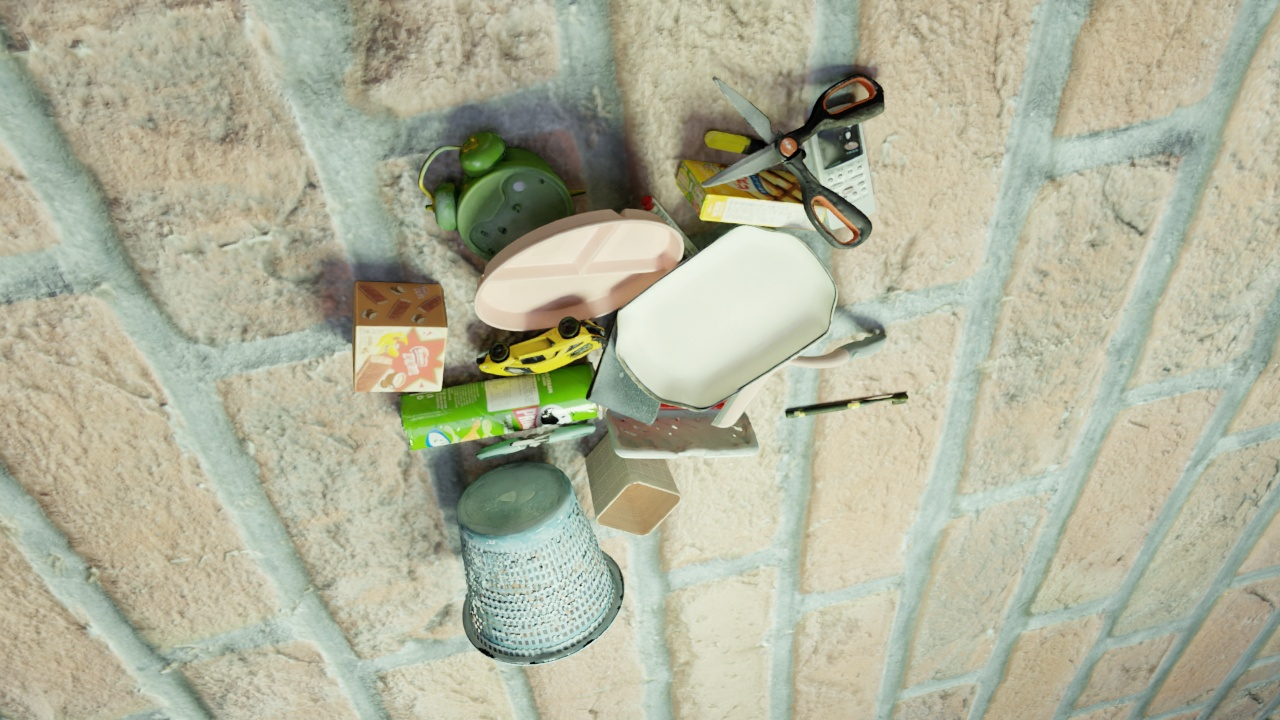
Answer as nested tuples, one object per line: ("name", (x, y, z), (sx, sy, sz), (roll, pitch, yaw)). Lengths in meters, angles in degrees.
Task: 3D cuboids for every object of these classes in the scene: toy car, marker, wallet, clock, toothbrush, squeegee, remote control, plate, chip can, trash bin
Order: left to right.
("clock", (-0.143, -0.163, 0.920), (0.161, 0.056, 0.116), (22, 121, -33))
("chip can", (-0.167, 0.054, 1.103), (0.236, 0.072, 0.072), (-10, 134, -8))
("trash bin", (-0.146, 0.249, 1.211), (0.226, 0.226, 0.195), (-13, 121, -6))
("toy car", (-0.113, -0.010, 1.059), (0.156, 0.041, 0.071), (-17, 166, 8))
("plate", (-0.066, -0.094, 0.967), (0.229, 0.028, 0.230), (-18, 162, -6))
("wallet", (-0.006, 0.006, 1.097), (0.097, 0.019, 0.120), (24, 79, -32))
("marker", (0.046, -0.135, 1.032), (0.017, 0.017, 0.145), (-34, 132, 14))
("plate", (0.092, -0.048, 1.028), (0.266, 0.034, 0.162), (-35, 104, 29))
("marker", (0.124, -0.227, 0.975), (0.124, 0.015, 0.018), (4, 131, -25))
("squeegee", (0.239, -0.010, 1.138), (0.249, 0.040, 0.248), (-8, 138, -41))
("remote control", (0.223, -0.212, 1.015), (0.058, 0.021, 0.150), (-23, 135, 4))
("toothbrush", (0.293, 0.066, 1.300), (0.185, 0.012, 0.017), (-8, 144, -11))

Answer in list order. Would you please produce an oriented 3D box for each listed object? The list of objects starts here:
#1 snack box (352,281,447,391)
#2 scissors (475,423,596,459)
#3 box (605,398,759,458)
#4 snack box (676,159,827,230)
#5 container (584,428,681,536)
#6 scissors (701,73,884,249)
("snack box", (-0.262, -0.025, 0.994), (0.094, 0.077, 0.093), (1, 131, -19))
("scissors", (-0.120, 0.097, 1.148), (0.180, 0.019, 0.171), (-9, 172, -33))
("box", (0.061, 0.061, 1.161), (0.201, 0.100, 0.102), (1, 132, -19))
("snack box", (0.116, -0.174, 0.968), (0.140, 0.086, 0.034), (1, 125, -18))
("container", (-0.014, 0.156, 1.216), (0.090, 0.110, 0.090), (22, 122, -33))
("scissors", (0.167, -0.214, 0.927), (0.220, 0.022, 0.233), (-45, 103, -12))
